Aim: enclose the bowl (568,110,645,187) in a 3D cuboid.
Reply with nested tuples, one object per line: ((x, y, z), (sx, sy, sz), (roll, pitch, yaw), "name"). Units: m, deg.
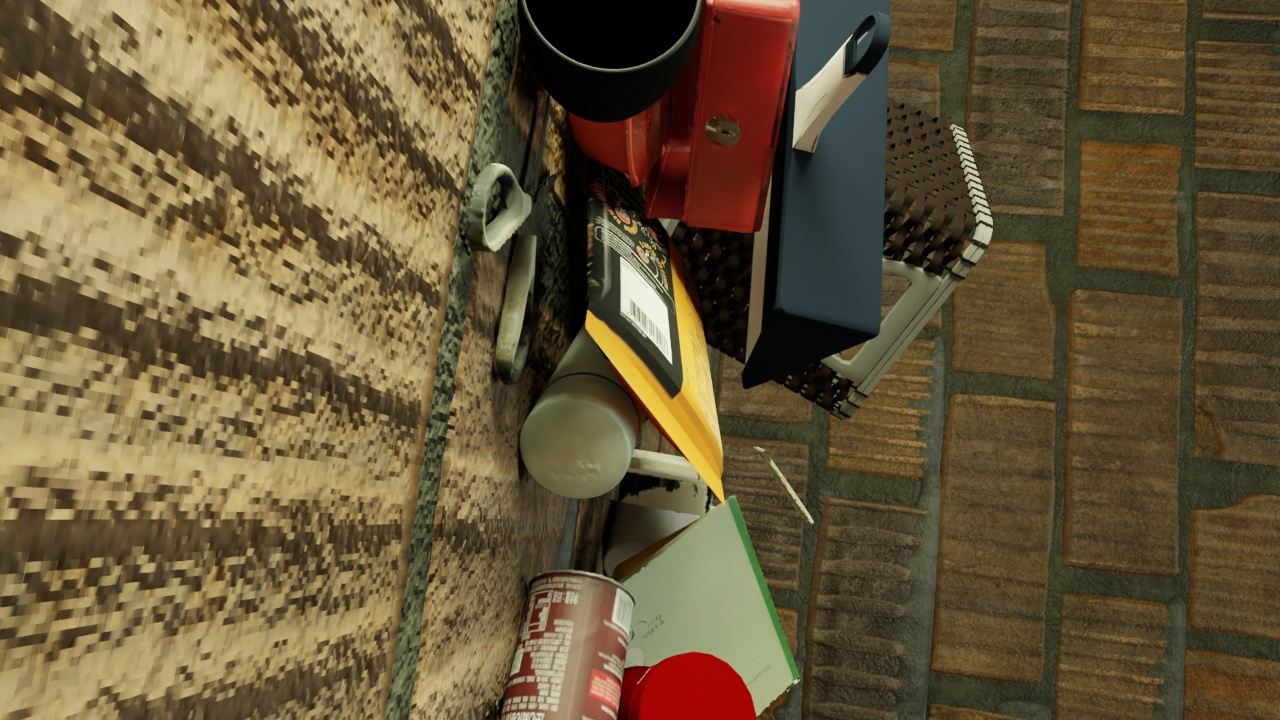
((-0.018, -0.177, 0.577), (0.130, 0.045, 0.130), (7, 88, -83), "bowl")

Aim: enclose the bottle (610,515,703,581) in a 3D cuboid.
((0.024, 0.188, 0.849), (0.043, 0.143, 0.043), (60, -7, 13), "bottle")

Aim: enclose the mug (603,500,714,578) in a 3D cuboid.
((0.029, 0.176, 0.930), (0.089, 0.121, 0.091), (-76, 150, -49), "mug")

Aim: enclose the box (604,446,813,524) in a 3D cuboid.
((0.067, 0.082, 0.851), (0.143, 0.187, 0.105), (-69, 169, -88), "box")

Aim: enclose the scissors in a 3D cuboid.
((-0.059, -0.066, 0.464), (0.171, 0.012, 0.157), (-42, 138, -80), "scissors")

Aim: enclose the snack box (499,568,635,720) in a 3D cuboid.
((-0.045, 0.194, 0.546), (0.072, 0.072, 0.121), (86, 11, -52), "snack box")

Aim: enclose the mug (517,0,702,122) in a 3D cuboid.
((-0.024, -0.176, 0.455), (0.100, 0.085, 0.119), (128, -61, -83), "mug")

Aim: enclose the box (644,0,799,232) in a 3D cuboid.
((0.049, -0.179, 0.594), (0.128, 0.087, 0.158), (-84, 176, -50), "box")

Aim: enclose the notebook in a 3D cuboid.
((0.047, 0.257, 0.800), (0.181, 0.010, 0.253), (-35, 124, -21), "notebook")

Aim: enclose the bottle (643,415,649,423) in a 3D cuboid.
((-0.005, 0.005, 0.782), (0.105, 0.056, 0.056), (-74, 168, -55), "bottle")

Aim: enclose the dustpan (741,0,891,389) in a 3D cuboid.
((0.102, -0.126, 0.583), (0.274, 0.080, 0.236), (149, -50, -65), "dustpan")

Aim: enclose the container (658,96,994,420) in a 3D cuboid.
((0.153, -0.139, 0.906), (0.244, 0.243, 0.248), (-75, -168, -52), "container")

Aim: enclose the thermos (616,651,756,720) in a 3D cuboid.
((-0.008, 0.257, 0.615), (0.107, 0.084, 0.199), (-42, 177, -32), "thermos")

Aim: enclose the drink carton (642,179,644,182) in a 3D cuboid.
((0.017, -0.226, 0.846), (0.044, 0.038, 0.128), (53, 43, -79), "drink carton")

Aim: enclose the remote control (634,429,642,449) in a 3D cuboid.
((-0.008, 0.038, 0.934), (0.047, 0.022, 0.150), (-71, 167, -64), "remote control")

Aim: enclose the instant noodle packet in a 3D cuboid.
((0.008, -0.034, 0.594), (0.160, 0.032, 0.220), (53, 21, -36), "instant noodle packet")

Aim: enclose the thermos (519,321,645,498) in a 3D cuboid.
((-0.021, 0.008, 0.620), (0.229, 0.068, 0.068), (-67, 161, -66), "thermos")
